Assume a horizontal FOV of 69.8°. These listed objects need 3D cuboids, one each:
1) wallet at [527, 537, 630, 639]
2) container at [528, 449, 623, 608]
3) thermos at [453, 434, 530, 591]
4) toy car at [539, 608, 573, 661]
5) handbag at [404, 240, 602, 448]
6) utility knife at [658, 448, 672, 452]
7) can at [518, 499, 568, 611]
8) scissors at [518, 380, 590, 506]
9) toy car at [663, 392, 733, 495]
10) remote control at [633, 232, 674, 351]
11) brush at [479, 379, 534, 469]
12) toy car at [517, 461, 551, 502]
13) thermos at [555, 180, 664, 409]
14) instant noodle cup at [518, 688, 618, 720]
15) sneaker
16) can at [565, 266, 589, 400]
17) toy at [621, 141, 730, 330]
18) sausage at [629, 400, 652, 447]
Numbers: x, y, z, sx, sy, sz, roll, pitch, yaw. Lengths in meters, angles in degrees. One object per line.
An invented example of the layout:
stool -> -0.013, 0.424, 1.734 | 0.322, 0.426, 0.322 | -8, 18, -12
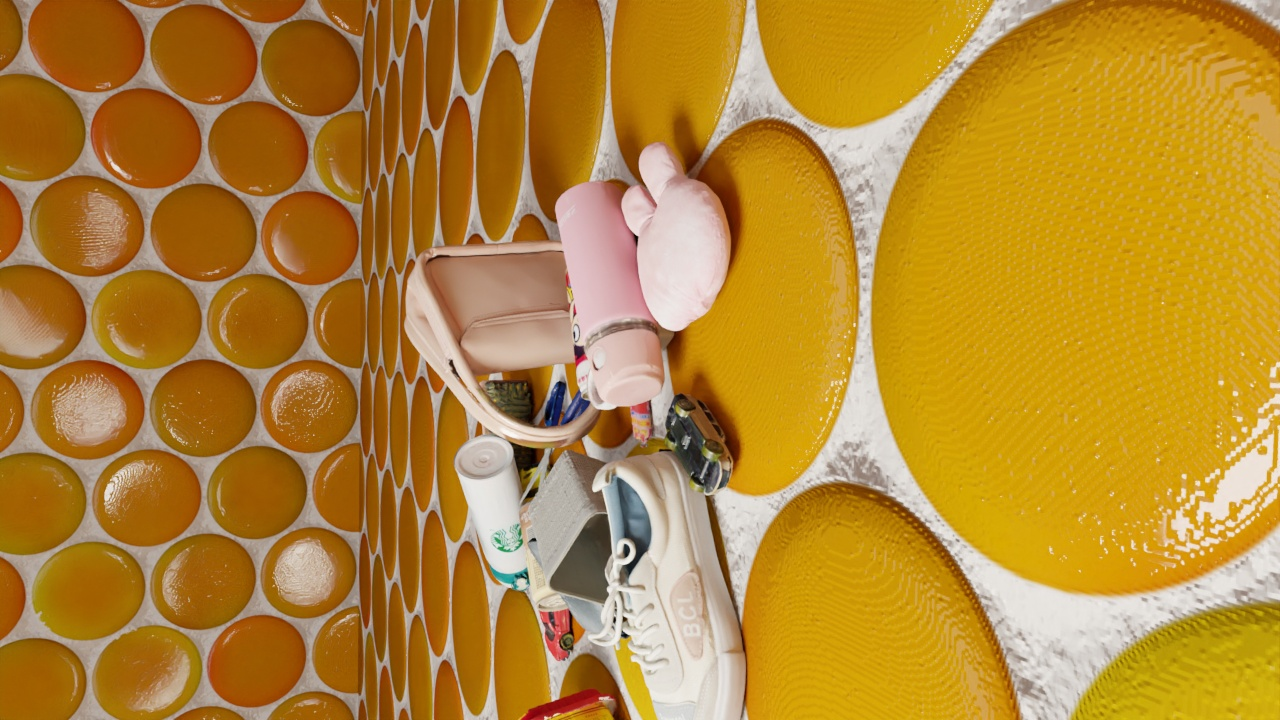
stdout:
wallet -> -0.064, 0.227, 0.922 | 0.121, 0.019, 0.097 | 55, 153, -5
container -> -0.043, 0.149, 0.841 | 0.090, 0.090, 0.114 | -57, 30, 15
thermos -> -0.163, 0.189, 1.084 | 0.073, 0.073, 0.225 | -116, 15, -45
toy car -> -0.098, 0.291, 1.053 | 0.049, 0.031, 0.106 | 167, 100, -67
handbag -> -0.121, -0.013, 0.933 | 0.234, 0.193, 0.094 | 62, 147, 30
utility knife -> 0.033, 0.149, 0.777 | 0.033, 0.015, 0.153 | 136, 129, -66
can -> -0.098, 0.213, 1.018 | 0.059, 0.058, 0.116 | 121, 141, -50
scissors -> -0.096, 0.086, 1.015 | 0.163, 0.012, 0.174 | -50, 27, 34
toy car -> 0.048, 0.065, 0.719 | 0.090, 0.035, 0.042 | -119, 36, -47
remote control -> 0.000, -0.076, 0.845 | 0.058, 0.021, 0.150 | 131, 133, -56
brush -> -0.174, 0.097, 1.186 | 0.073, 0.063, 0.145 | -16, 77, 61
toy car -> -0.138, 0.156, 1.122 | 0.032, 0.048, 0.105 | 63, 147, 22
thermos -> -0.031, -0.054, 0.804 | 0.087, 0.067, 0.198 | -40, 54, 44
instant noodle cup -> -0.057, 0.402, 0.876 | 0.123, 0.115, 0.116 | 46, 131, 42
sneaker -> 0.013, 0.190, 0.707 | 0.090, 0.090, 0.242 | -26, 68, 50
can -> -0.041, -0.030, 0.895 | 0.053, 0.053, 0.132 | 140, 126, -60
toy -> 0.026, -0.102, 0.742 | 0.122, 0.054, 0.159 | -61, 40, 45
sausage -> -0.005, 0.005, 0.858 | 0.020, 0.020, 0.155 | 142, 124, -61
